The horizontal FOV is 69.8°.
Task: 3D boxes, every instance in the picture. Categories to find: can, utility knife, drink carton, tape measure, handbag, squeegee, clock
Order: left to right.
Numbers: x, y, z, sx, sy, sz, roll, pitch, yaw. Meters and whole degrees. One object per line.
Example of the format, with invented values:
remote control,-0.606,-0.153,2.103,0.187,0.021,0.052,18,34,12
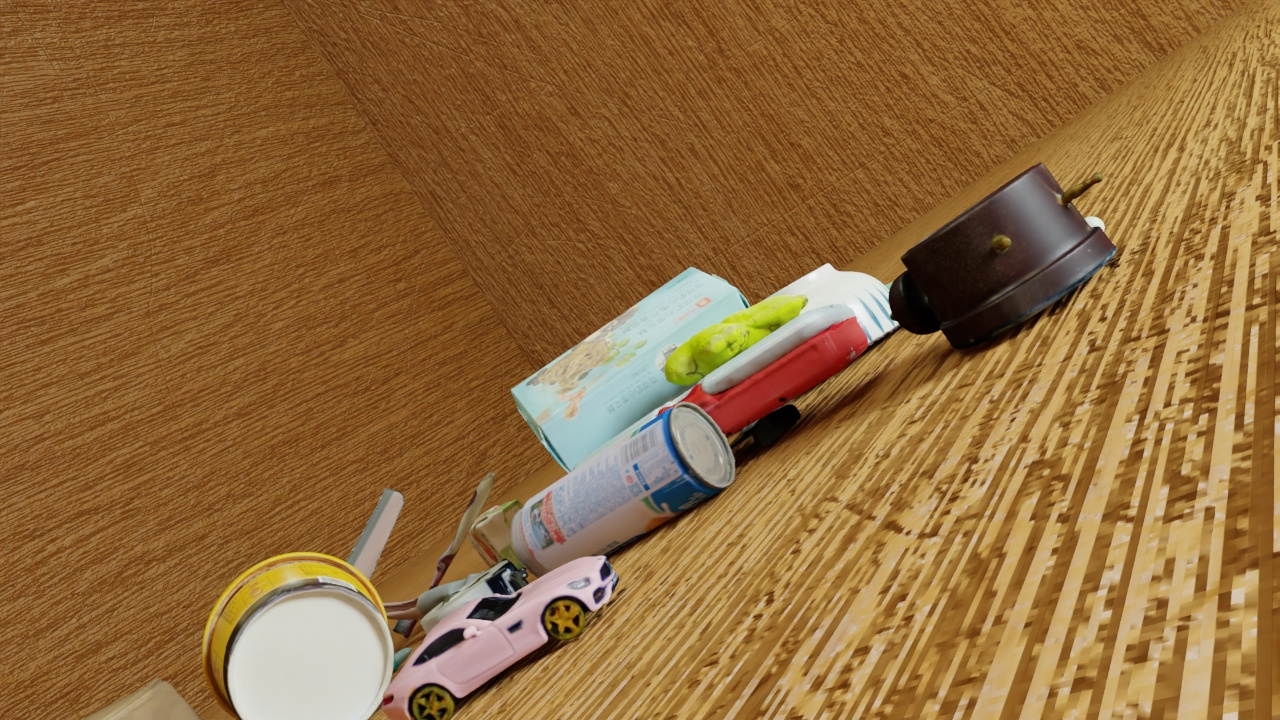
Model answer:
handbag,-0.302,0.254,0.458,0.148,0.100,0.204,-42,-2,7
utility knife,-0.238,0.258,0.635,0.186,0.013,0.029,-34,-10,-26
squeegee,-0.178,0.193,0.735,0.250,0.040,0.246,-20,36,40
tape measure,-0.095,0.148,0.544,0.066,0.033,0.066,-34,-2,-17
drink carton,-0.117,0.154,0.803,0.045,0.053,0.123,-34,0,-21
can,-0.013,0.079,0.530,0.135,0.053,0.053,-35,-1,28
clock,0.165,-0.046,0.438,0.082,0.055,0.122,-35,-2,-14

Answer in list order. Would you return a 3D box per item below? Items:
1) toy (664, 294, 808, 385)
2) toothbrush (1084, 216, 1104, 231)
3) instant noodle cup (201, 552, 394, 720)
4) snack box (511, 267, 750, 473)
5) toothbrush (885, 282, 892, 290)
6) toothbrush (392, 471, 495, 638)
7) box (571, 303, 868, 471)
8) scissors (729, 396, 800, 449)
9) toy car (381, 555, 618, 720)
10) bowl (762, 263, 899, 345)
toy,0.061,-0.014,0.606,0.097,0.031,0.100,-35,-10,33
toothbrush,0.232,-0.067,0.570,0.020,0.029,0.189,6,-1,-3
instant noodle cup,-0.212,0.183,0.580,0.118,0.118,0.115,-34,6,-26
snack box,-0.004,0.004,0.664,0.174,0.051,0.074,-35,26,-9
toothbrush,0.205,-0.052,0.652,0.027,0.026,0.224,-13,-2,-5
toothbrush,-0.170,0.169,0.790,0.188,0.017,0.016,-60,12,19
box,0.045,0.027,0.568,0.202,0.047,0.086,-35,-6,27
scissors,0.073,0.046,0.608,0.177,0.014,0.160,-33,-2,-25
toy car,-0.065,0.124,0.421,0.122,0.037,0.056,-33,1,5
bowl,0.130,-0.029,0.682,0.116,0.066,0.116,-31,-2,-1
